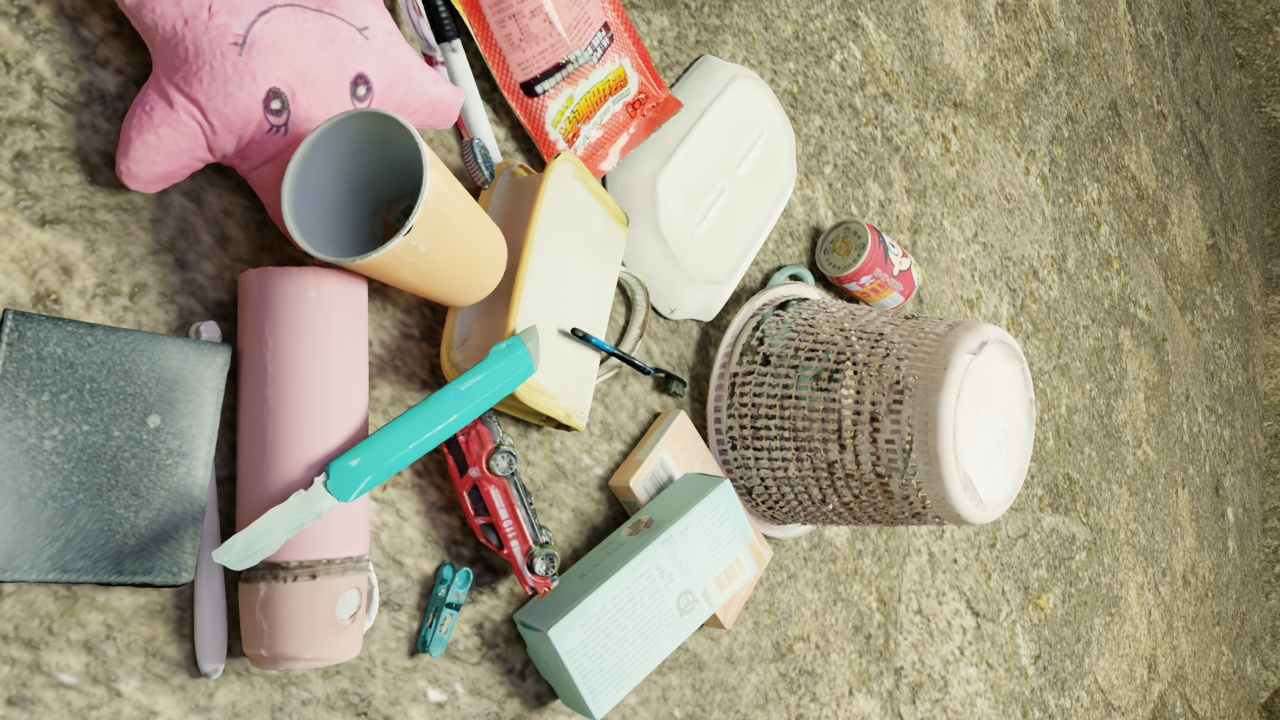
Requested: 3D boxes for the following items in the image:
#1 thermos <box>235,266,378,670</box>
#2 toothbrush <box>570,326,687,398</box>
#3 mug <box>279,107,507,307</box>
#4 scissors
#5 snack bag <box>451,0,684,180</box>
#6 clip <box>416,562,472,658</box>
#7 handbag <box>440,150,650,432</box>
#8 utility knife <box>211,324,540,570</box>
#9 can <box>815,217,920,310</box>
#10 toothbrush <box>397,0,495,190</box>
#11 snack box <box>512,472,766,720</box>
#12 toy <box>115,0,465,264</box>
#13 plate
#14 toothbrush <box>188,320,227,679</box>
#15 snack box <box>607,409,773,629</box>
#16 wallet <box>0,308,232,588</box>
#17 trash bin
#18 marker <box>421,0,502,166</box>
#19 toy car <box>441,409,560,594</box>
[{"bbox_3d":[-0.170,0.055,0.483,0.087,0.067,0.198,10,75,-68],"label":"thermos"},{"bbox_3d":[-0.004,0.004,0.649,0.189,0.014,0.016,28,77,-63],"label":"toothbrush"},{"bbox_3d":[-0.121,-0.072,0.489,0.122,0.078,0.078,39,52,-72],"label":"mug"},{"bbox_3d":[0.129,-0.018,0.828,0.177,0.019,0.169,-21,100,-43],"label":"scissors"},{"bbox_3d":[-0.059,-0.226,0.635,0.128,0.073,0.208,-48,123,-23],"label":"snack bag"},{"bbox_3d":[-0.118,0.149,0.550,0.014,0.048,0.057,32,66,-39],"label":"clip"},{"bbox_3d":[-0.051,-0.034,0.624,0.178,0.063,0.163,36,62,-56],"label":"handbag"},{"bbox_3d":[-0.122,0.040,0.469,0.208,0.013,0.029,-38,113,-38],"label":"utility knife"},{"bbox_3d":[0.222,-0.093,0.898,0.093,0.067,0.066,24,67,-41],"label":"can"},{"bbox_3d":[-0.129,-0.194,0.568,0.016,0.017,0.187,-21,88,-33],"label":"toothbrush"},{"bbox_3d":[0.004,0.155,0.626,0.174,0.052,0.074,-35,109,-29],"label":"snack box"},{"bbox_3d":[-0.179,-0.142,0.489,0.194,0.075,0.178,-18,108,-38],"label":"toy"},{"bbox_3d":[0.066,-0.151,0.771,0.162,0.034,0.264,54,50,-25],"label":"plate"},{"bbox_3d":[-0.217,0.069,0.462,0.016,0.016,0.180,1,83,-43],"label":"toothbrush"},{"bbox_3d":[0.043,0.124,0.711,0.084,0.026,0.157,-50,118,-37],"label":"snack box"},{"bbox_3d":[-0.248,0.043,0.423,0.097,0.019,0.120,12,81,-36],"label":"wallet"},{"bbox_3d":[0.196,0.046,0.744,0.227,0.192,0.227,-2,93,-43],"label":"trash bin"},{"bbox_3d":[-0.114,-0.176,0.604,0.022,0.018,0.131,-31,106,-53],"label":"marker"},{"bbox_3d":[-0.086,0.090,0.569,0.045,0.053,0.120,-24,99,-5],"label":"toy car"}]
